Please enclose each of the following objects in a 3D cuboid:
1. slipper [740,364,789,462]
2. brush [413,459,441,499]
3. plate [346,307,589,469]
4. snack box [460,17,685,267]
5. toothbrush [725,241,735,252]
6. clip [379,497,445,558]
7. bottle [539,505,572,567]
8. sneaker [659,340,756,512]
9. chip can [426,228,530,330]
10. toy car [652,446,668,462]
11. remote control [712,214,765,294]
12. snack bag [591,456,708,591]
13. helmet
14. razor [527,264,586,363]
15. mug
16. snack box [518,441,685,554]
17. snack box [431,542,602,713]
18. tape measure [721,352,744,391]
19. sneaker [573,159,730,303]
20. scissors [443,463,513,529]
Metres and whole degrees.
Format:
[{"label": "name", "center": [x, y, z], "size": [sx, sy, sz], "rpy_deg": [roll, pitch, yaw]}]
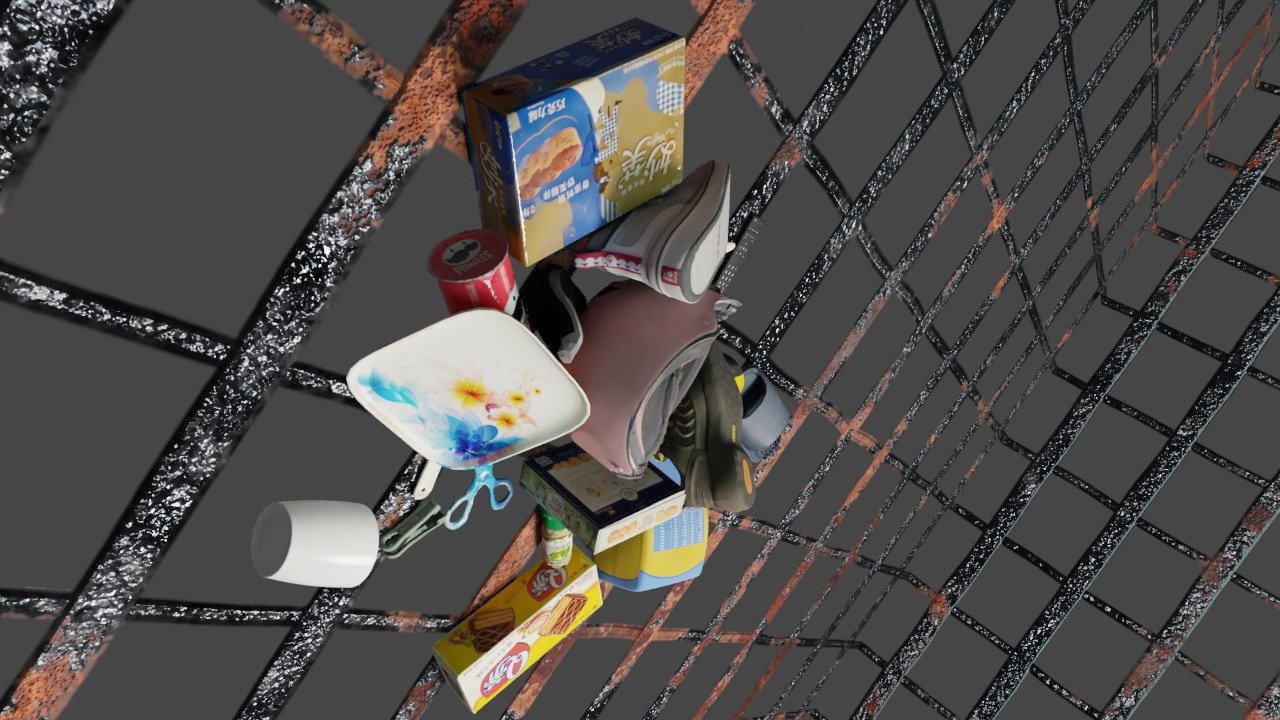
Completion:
[{"label": "slipper", "center": [0.189, 0.096, 1.406], "size": [0.101, 0.082, 0.264], "rpy_deg": [-50, 147, -11]}, {"label": "brush", "center": [-0.191, 0.055, 0.958], "size": [0.033, 0.012, 0.218], "rpy_deg": [5, 117, -53]}, {"label": "plate", "center": [-0.158, 0.028, 0.862], "size": [0.187, 0.016, 0.187], "rpy_deg": [-22, 133, 18]}, {"label": "snack box", "center": [-0.054, -0.202, 0.842], "size": [0.202, 0.069, 0.155], "rpy_deg": [-33, 143, -29]}, {"label": "toothbrush", "center": [0.057, -0.122, 1.101], "size": [0.180, 0.018, 0.016], "rpy_deg": [-20, 135, -41]}, {"label": "clip", "center": [-0.247, 0.188, 1.001], "size": [0.078, 0.023, 0.049], "rpy_deg": [-46, 145, -16]}, {"label": "bottle", "center": [-0.109, 0.220, 1.185], "size": [0.043, 0.043, 0.111], "rpy_deg": [-29, 141, -33]}, {"label": "sneaker", "center": [0.059, 0.088, 1.190], "size": [0.143, 0.237, 0.101], "rpy_deg": [-16, 163, 22]}, {"label": "chip can", "center": [-0.136, -0.012, 0.886], "size": [0.073, 0.073, 0.233], "rpy_deg": [-37, 140, -24]}, {"label": "toy car", "center": [0.024, 0.091, 1.234], "size": [0.049, 0.030, 0.107], "rpy_deg": [-39, 127, -24]}, {"label": "remote control", "center": [0.117, -0.122, 1.182], "size": [0.030, 0.009, 0.140], "rpy_deg": [14, 109, -55]}, {"label": "snack bag", "center": [0.021, 0.207, 1.297], "size": [0.158, 0.102, 0.205], "rpy_deg": [3, 95, -52]}, {"label": "helmet", "center": [-0.006, 0.006, 1.007], "size": [0.230, 0.152, 0.254], "rpy_deg": [-65, 169, 18]}, {"label": "razor", "center": [-0.080, -0.043, 0.887], "size": [0.060, 0.156, 0.057], "rpy_deg": [17, 111, -12]}, {"label": "mug", "center": [-0.318, 0.178, 0.866], "size": [0.114, 0.081, 0.087], "rpy_deg": [-33, 149, 28]}, {"label": "snack box", "center": [-0.046, 0.153, 1.104], "size": [0.144, 0.145, 0.043], "rpy_deg": [-17, 133, -42]}, {"label": "snack box", "center": [-0.159, 0.352, 1.224], "size": [0.229, 0.062, 0.110], "rpy_deg": [-35, 143, -27]}, {"label": "tape measure", "center": [0.113, 0.023, 1.257], "size": [0.037, 0.065, 0.064], "rpy_deg": [-20, 133, -36]}, {"label": "sneaker", "center": [0.025, -0.143, 0.956], "size": [0.262, 0.129, 0.097], "rpy_deg": [-61, 157, -55]}, {"label": "scissors", "center": [-0.172, 0.132, 1.054], "size": [0.114, 0.013, 0.140], "rpy_deg": [0, 117, -51]}]
